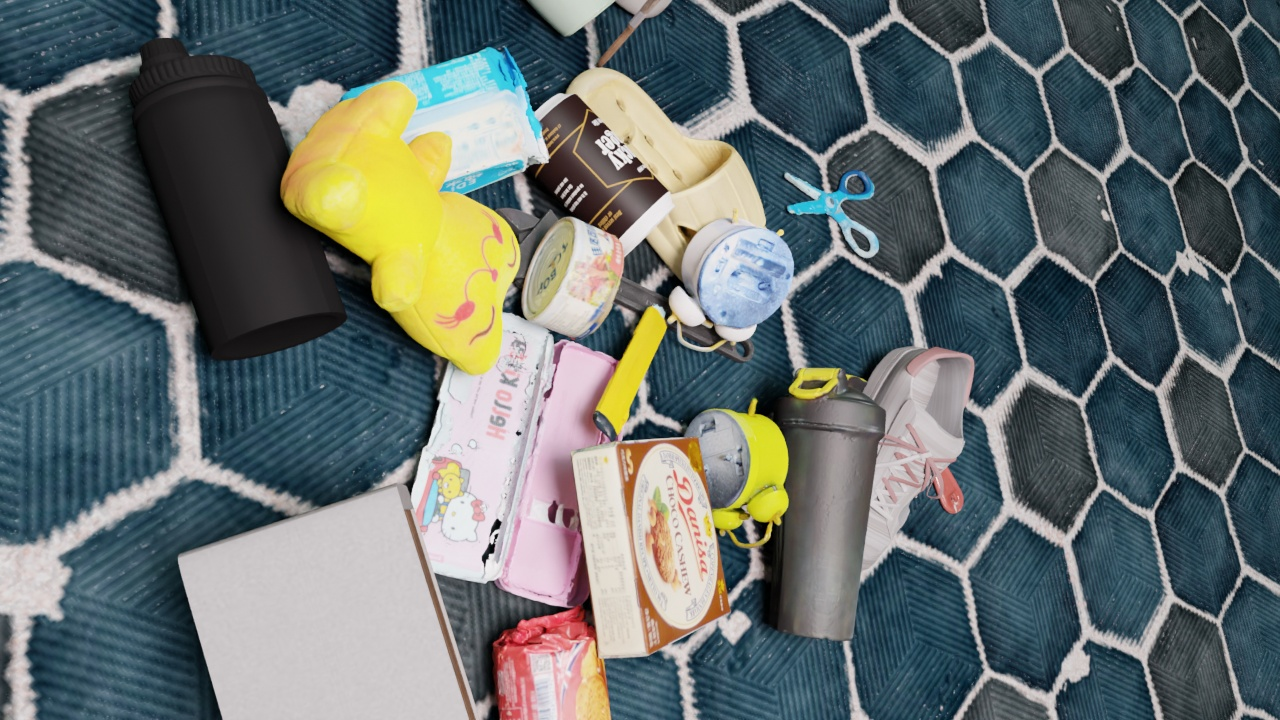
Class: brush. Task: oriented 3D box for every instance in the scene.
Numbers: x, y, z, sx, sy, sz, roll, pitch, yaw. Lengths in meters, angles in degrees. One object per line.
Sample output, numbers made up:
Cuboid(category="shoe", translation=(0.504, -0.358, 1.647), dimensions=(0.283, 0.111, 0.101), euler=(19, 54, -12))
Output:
Cuboid(category="brush", translation=(-0.007, -0.282, 0.772), dimensions=(0.008, 0.143, 0.045), euler=(43, 66, -13))
Cuboid(category="brush", translation=(0.290, 0.073, 0.921), dimensions=(0.040, 0.030, 0.172), euler=(-26, 91, -34))

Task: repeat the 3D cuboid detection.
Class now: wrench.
Cuboid(category="wrench", translation=(-0.011, -0.056, 0.781), dimensions=(0.273, 0.018, 0.073), euler=(25, 65, -25))

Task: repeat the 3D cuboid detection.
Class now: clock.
Cuboid(category="clock", translation=(0.078, 0.094, 0.752), dimensions=(0.057, 0.083, 0.119), euler=(4, 71, -38))
Cuboid(category="clock", translation=(0.073, -0.062, 0.778), dimensions=(0.088, 0.052, 0.125), euler=(19, 107, -32))

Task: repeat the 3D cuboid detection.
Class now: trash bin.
Cuboid(category="trash bin", translation=(-0.160, 0.199, 0.530), dimensions=(0.114, 0.115, 0.228), euler=(-18, 85, -13))

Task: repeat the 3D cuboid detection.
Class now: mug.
Cuboid(category="mug", translation=(-0.068, -0.348, 0.800), dimensions=(0.104, 0.084, 0.111), euler=(51, 28, -21))

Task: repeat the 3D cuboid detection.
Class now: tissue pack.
Cuboid(category="tissue pack", translation=(-0.146, -0.168, 0.686), dimensions=(0.144, 0.062, 0.093), euler=(-22, 87, -11))

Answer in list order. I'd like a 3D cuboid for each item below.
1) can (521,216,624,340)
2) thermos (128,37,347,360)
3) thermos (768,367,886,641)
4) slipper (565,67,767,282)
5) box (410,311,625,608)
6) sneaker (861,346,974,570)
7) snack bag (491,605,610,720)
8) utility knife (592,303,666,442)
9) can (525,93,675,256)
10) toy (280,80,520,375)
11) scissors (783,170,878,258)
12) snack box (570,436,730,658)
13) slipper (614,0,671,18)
Cuboid(category="can", translation=(-0.052, -0.062, 0.693), dimensions=(0.043, 0.086, 0.086), euler=(21, 66, -28))
Cuboid(category="thermos", translation=(-0.265, -0.108, 0.594), dimensions=(0.086, 0.086, 0.198), euler=(-18, 86, -34))
Cuboid(category="thermos", translation=(0.152, 0.118, 0.773), dimensions=(0.098, 0.098, 0.220), euler=(12, 80, -29))
Cuboid(category="slipper", translation=(0.040, -0.156, 0.806), dimensions=(0.261, 0.079, 0.111), euler=(47, 61, -11))
Cuboid(category="box", translation=(-0.087, 0.071, 0.685), dimensions=(0.152, 0.037, 0.200), euler=(22, 65, -23))
Cuboid(category="sneaker", translation=(0.238, 0.083, 0.831), dimensions=(0.099, 0.090, 0.235), euler=(32, 71, -13))
Cuboid(category="snack bag", translation=(-0.059, 0.260, 0.623), dimensions=(0.082, 0.083, 0.176), euler=(1, 74, -32))
Cuboid(category="utility knife", translation=(-0.004, 0.004, 0.728), dimensions=(0.030, 0.017, 0.158), euler=(59, 39, -28))
Cuboid(category="can", translation=(-0.038, -0.151, 0.749), dimensions=(0.128, 0.072, 0.071), euler=(46, 57, -4))
Cuboid(category="toy", translation=(-0.154, -0.078, 0.607), dimensions=(0.194, 0.088, 0.134), euler=(50, 39, -52))
Cuboid(category="scissors", translation=(0.200, -0.170, 0.950), dimensions=(0.140, 0.013, 0.117), euler=(27, 64, -21))
Cuboid(category="snack box", translation=(0.010, 0.131, 0.680), dimensions=(0.146, 0.041, 0.143), euler=(5, 74, -63))
Cuboid(category="slipper", translation=(0.042, -0.447, 0.891), dimensions=(0.113, 0.081, 0.265), euler=(36, 60, -15))
